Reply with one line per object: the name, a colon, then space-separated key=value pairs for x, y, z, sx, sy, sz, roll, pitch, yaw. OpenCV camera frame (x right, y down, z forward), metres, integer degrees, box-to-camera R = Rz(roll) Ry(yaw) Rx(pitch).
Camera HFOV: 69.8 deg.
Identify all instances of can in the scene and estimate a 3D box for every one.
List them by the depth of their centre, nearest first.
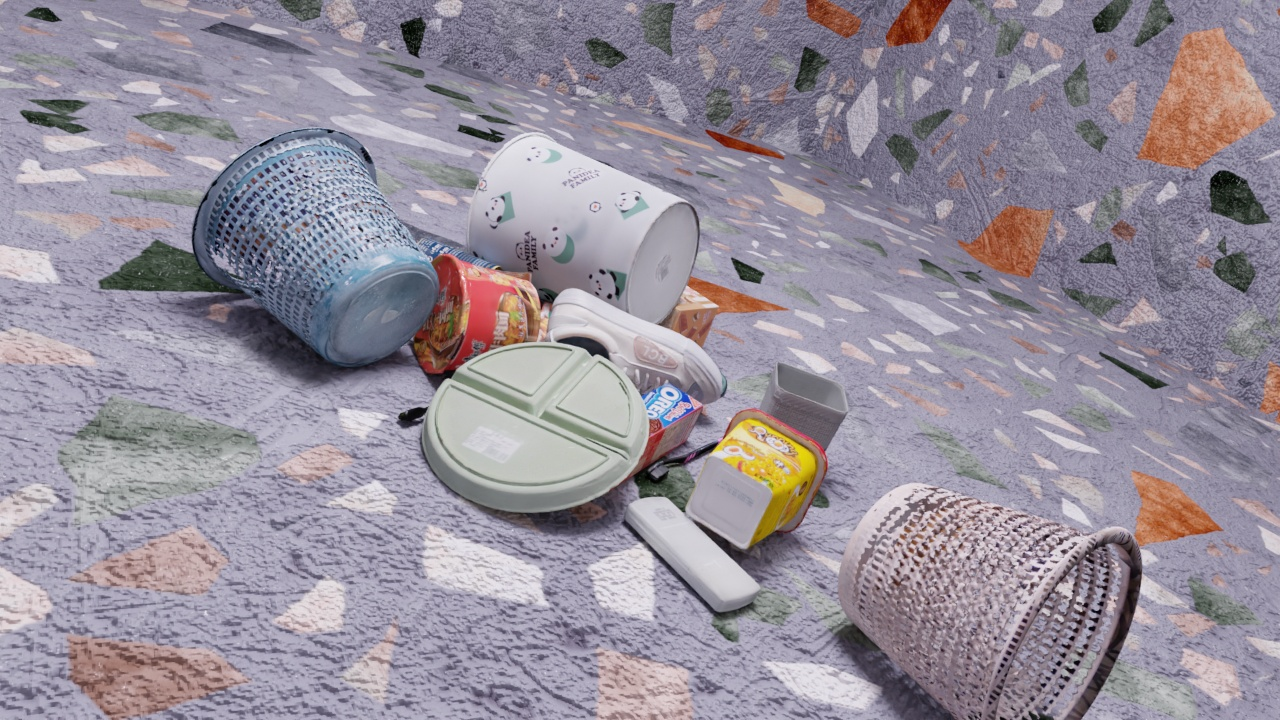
can: x=-0.251 y=-0.112 z=1.227 sx=0.111 sy=0.075 sz=0.075 roll=23 pitch=23 yaw=7

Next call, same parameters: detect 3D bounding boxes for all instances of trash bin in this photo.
trash bin: x=0.295 y=0.213 z=0.818 sx=0.227 sy=0.228 sz=0.192 roll=0 pitch=18 yaw=-39
trash bin: x=-0.338 y=-0.107 z=1.010 sx=0.195 sy=0.227 sz=0.226 roll=45 pitch=31 yaw=20
trash bin: x=-0.071 y=-0.170 z=1.267 sx=0.252 sy=0.230 sz=0.229 roll=23 pitch=22 yaw=25

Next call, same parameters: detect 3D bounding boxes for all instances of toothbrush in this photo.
toothbrush: x=-0.184 y=0.038 z=1.019 sx=0.027 sy=0.026 sz=0.212 roll=-5 pitch=8 yaw=35
toothbrush: x=0.064 y=0.111 z=1.074 sx=0.018 sy=0.014 sz=0.188 roll=42 pitch=30 yaw=22

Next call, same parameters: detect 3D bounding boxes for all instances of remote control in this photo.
remote control: x=0.047 y=0.185 z=0.886 sx=0.058 sy=0.021 sz=0.150 roll=-2 pitch=32 yaw=-45

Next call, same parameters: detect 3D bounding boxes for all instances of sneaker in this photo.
sneaker: x=-0.007 y=0.007 z=1.117 sx=0.242 sy=0.090 sz=0.090 roll=28 pitch=54 yaw=-16

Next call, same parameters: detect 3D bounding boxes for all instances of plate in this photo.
plate: x=-0.105 y=0.057 z=0.926 sx=0.230 sy=0.028 sz=0.229 roll=1 pitch=41 yaw=-1

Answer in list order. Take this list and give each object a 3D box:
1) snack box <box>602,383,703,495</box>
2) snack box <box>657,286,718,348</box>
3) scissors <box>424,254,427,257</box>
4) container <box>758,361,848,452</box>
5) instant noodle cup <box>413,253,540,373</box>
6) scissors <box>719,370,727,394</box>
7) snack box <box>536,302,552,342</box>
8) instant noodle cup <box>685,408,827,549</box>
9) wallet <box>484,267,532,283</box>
snack box: x=-0.003 y=0.084 z=1.025 sx=0.057 sy=0.058 sz=0.207 roll=32 pitch=26 yaw=19
snack box: x=0.043 y=-0.065 z=1.363 sx=0.093 sy=0.077 sz=0.094 roll=36 pitch=29 yaw=32
scissors: x=-0.291 y=-0.084 z=1.155 sx=0.136 sy=0.017 sz=0.133 roll=33 pitch=50 yaw=-18
container: x=0.185 y=0.079 z=1.113 sx=0.090 sy=0.114 sz=0.090 roll=20 pitch=24 yaw=0
instant noodle cup: x=-0.189 y=-0.049 z=1.069 sx=0.108 sy=0.138 sz=0.138 roll=7 pitch=27 yaw=-36
scissors: x=0.041 y=0.000 z=1.264 sx=0.169 sy=0.019 sz=0.174 roll=12 pitch=31 yaw=-36
snack box: x=-0.103 y=-0.018 z=1.180 sx=0.075 sy=0.026 sz=0.153 roll=17 pitch=32 yaw=-7
instant noodle cup: x=0.115 y=0.127 z=0.947 sx=0.116 sy=0.116 sz=0.123 roll=30 pitch=24 yaw=20
wallet: x=-0.197 y=-0.071 z=1.162 sx=0.124 sy=0.101 sz=0.032 roll=6 pitch=-17 yaw=-28
